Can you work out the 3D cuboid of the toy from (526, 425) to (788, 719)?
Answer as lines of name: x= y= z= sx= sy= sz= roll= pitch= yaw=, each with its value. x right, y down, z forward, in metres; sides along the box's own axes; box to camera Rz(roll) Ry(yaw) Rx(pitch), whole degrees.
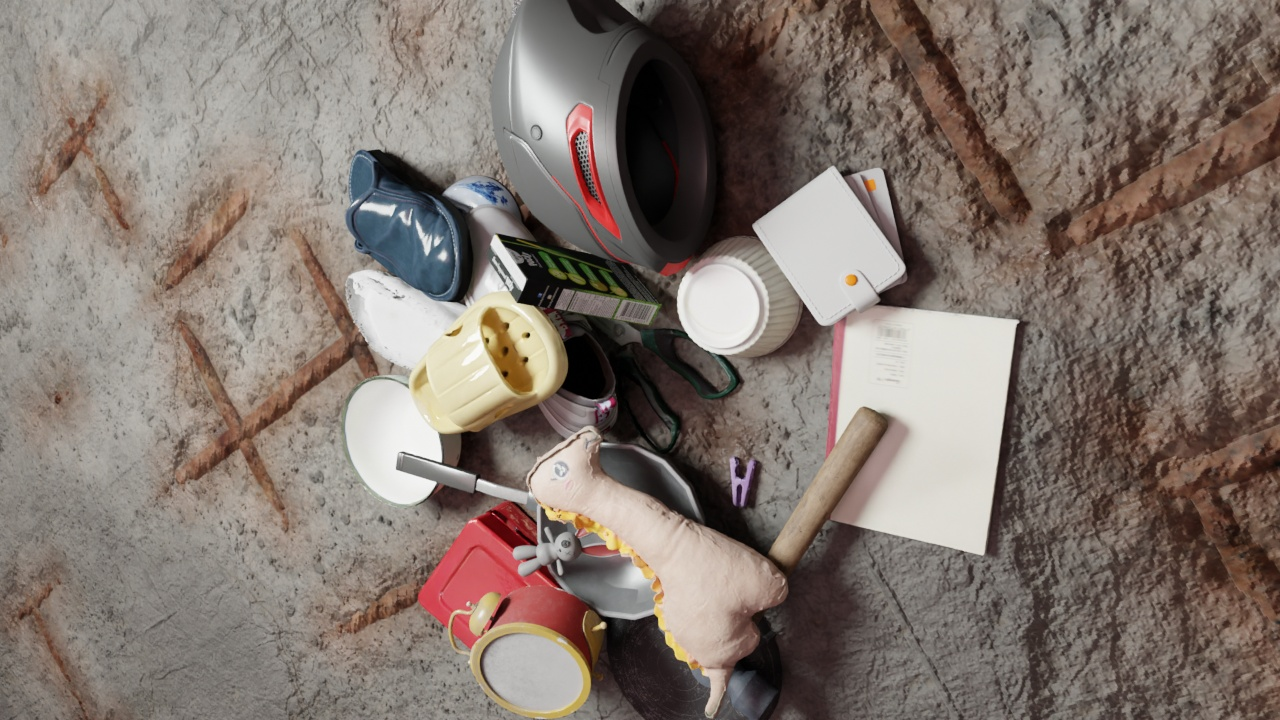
toy: x=-0.001 y=0.189 z=0.851 sx=0.264 sy=0.065 sz=0.196 roll=25 pitch=92 yaw=9

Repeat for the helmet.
helmet: x=-0.045 y=-0.206 z=0.815 sx=0.170 sy=0.163 sz=0.265 roll=6 pitch=114 yaw=39

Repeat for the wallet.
wallet: x=0.176 y=-0.103 z=0.786 sx=0.115 sy=0.037 sz=0.118 roll=-35 pitch=82 yaw=16

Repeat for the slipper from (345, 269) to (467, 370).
slipper: x=-0.239 y=-0.042 z=1.013 sx=0.247 sy=0.074 sz=0.112 roll=23 pitch=112 yaw=31

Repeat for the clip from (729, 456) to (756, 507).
clip: x=0.104 y=0.117 z=0.896 sx=0.042 sy=0.014 sz=0.052 roll=-20 pitch=89 yaw=29

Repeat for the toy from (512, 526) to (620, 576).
toy: x=-0.072 y=0.184 z=0.904 sx=0.112 sy=0.030 sz=0.049 roll=-20 pitch=84 yaw=10

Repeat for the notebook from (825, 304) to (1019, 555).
notebook: x=0.238 y=0.057 z=0.808 sx=0.153 sy=0.012 sz=0.209 roll=10 pitch=106 yaw=28

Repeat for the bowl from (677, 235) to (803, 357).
bowl: x=0.084 y=-0.054 z=0.837 sx=0.115 sy=0.062 sz=0.115 roll=7 pitch=105 yaw=27

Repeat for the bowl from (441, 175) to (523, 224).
bowl: x=-0.184 y=-0.139 z=0.977 sx=0.114 sy=0.045 sz=0.114 roll=7 pitch=105 yaw=28

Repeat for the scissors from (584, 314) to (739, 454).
scissors: x=-0.010 y=0.006 z=0.933 sx=0.210 sy=0.015 sz=0.142 roll=36 pitch=118 yaw=17

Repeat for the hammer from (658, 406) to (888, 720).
hammer: x=0.134 y=0.179 z=0.854 sx=0.129 sy=0.040 sz=0.322 roll=35 pitch=110 yaw=19

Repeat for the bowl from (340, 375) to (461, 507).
bowl: x=-0.267 y=0.087 z=1.060 sx=0.154 sy=0.072 sz=0.153 roll=7 pitch=104 yaw=27

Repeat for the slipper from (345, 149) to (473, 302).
slipper: x=-0.267 y=-0.141 z=0.956 sx=0.265 sy=0.083 sz=0.109 roll=41 pitch=127 yaw=37

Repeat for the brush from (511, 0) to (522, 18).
brush: x=-0.066 y=-0.322 z=0.888 sx=0.151 sy=0.012 sz=0.039 roll=32 pitch=115 yaw=18

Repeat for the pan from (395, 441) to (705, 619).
pan: x=-0.098 y=0.147 z=0.950 sx=0.358 sy=0.041 sz=0.179 roll=13 pitch=100 yaw=19

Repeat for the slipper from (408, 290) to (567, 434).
slipper: x=-0.171 y=0.016 z=0.878 sx=0.262 sy=0.079 sz=0.111 roll=-27 pitch=89 yaw=49

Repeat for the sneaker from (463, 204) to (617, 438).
sneaker: x=-0.099 y=-0.044 z=0.894 sx=0.263 sy=0.096 sz=0.129 roll=60 pitch=163 yaw=3

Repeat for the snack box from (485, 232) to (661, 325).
snack box: x=-0.061 y=-0.074 z=0.852 sx=0.080 sy=0.147 sz=0.025 roll=53 pitch=124 yaw=43

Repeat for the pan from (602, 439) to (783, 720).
pan: x=0.015 y=0.245 z=0.963 sx=0.208 sy=0.040 sz=0.357 roll=-26 pitch=90 yaw=31

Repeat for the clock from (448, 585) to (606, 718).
clock: x=-0.114 y=0.280 z=0.915 sx=0.159 sy=0.081 sz=0.117 roll=8 pitch=118 yaw=7

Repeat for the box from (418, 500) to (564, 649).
box: x=-0.145 y=0.255 z=1.013 sx=0.157 sy=0.112 sz=0.135 roll=38 pitch=112 yaw=16
